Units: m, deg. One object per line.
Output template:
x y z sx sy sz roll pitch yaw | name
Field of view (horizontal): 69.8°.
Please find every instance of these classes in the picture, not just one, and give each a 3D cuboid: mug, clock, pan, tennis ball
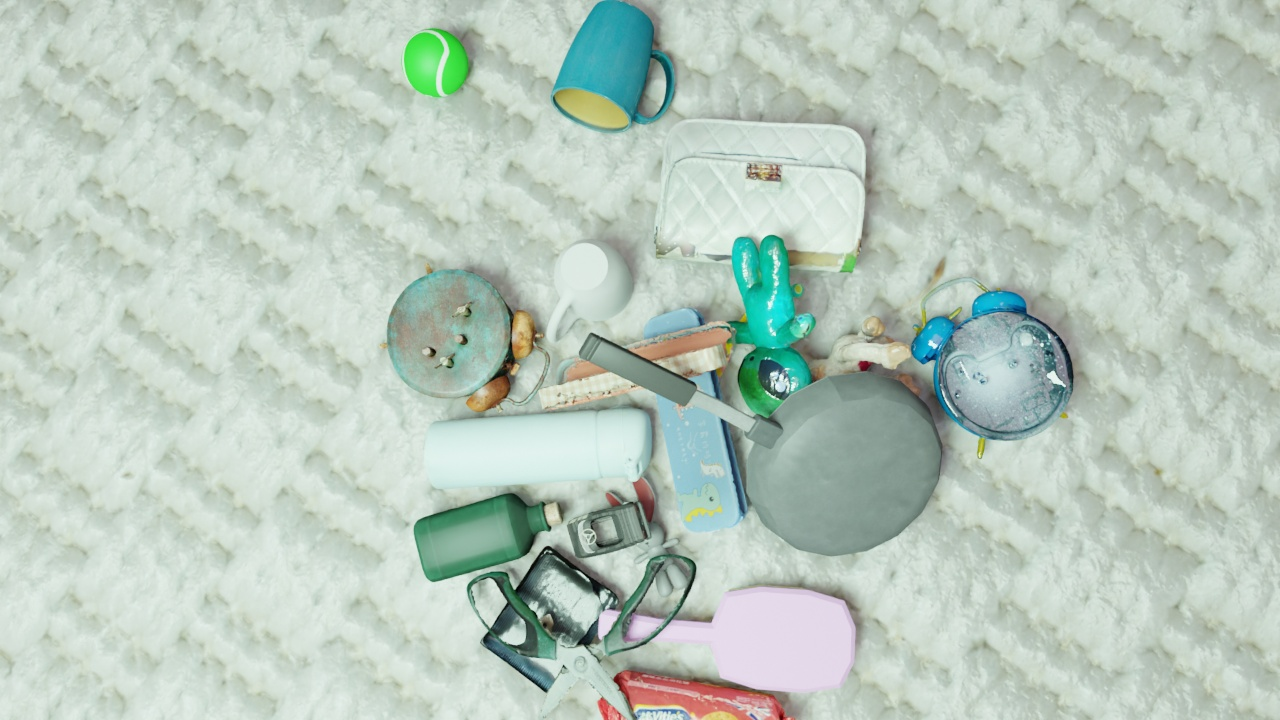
-0.057 -0.064 0.858 0.071 0.089 0.107 34 88 7 | mug
-0.163 -0.015 0.871 0.157 0.073 0.121 28 87 6 | clock
0.108 0.062 0.768 0.357 0.041 0.179 26 107 -21 | pan
-0.019 -0.280 0.891 0.112 0.085 0.104 22 79 -22 | mug
-0.203 -0.294 0.908 0.065 0.065 0.065 -1 84 5 | tennis ball
0.316 -0.001 0.836 0.117 0.060 0.161 -24 81 3 | clock

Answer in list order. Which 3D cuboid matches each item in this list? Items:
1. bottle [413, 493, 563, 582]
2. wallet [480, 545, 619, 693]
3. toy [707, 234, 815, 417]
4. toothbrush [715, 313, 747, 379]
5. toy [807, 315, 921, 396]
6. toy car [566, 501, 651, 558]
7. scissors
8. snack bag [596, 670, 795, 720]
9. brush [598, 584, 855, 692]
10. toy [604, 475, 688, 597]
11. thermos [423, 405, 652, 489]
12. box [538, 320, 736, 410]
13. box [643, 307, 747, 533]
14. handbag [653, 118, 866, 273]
-0.137 0.159 0.856 0.131 0.061 0.061 -16 85 3 | bottle
-0.085 0.243 0.860 0.089 0.026 0.115 34 88 8 | wallet
0.120 -0.017 0.822 0.072 0.131 0.193 -12 99 -31 | toy
0.082 -0.013 0.878 0.021 0.016 0.135 32 87 10 | toothbrush
0.193 0.007 0.837 0.106 0.085 0.074 -19 61 12 | toy
-0.032 0.157 0.844 0.093 0.037 0.040 -23 81 40 | toy car
-0.052 0.225 0.825 0.202 0.015 0.202 40 84 23 | scissors
0.048 0.328 0.816 0.176 0.082 0.082 7 84 7 | snack bag
0.077 0.247 0.837 0.229 0.043 0.089 3 84 5 | brush
0.009 0.165 0.859 0.049 0.030 0.111 -31 76 16 | toy
-0.093 0.082 0.859 0.207 0.065 0.077 -5 41 4 | thermos
-0.003 0.007 0.834 0.187 0.085 0.048 -14 102 24 | box
0.048 0.055 0.851 0.066 0.037 0.209 -18 82 37 | box
0.111 -0.156 0.862 0.195 0.072 0.138 3 86 6 | handbag
